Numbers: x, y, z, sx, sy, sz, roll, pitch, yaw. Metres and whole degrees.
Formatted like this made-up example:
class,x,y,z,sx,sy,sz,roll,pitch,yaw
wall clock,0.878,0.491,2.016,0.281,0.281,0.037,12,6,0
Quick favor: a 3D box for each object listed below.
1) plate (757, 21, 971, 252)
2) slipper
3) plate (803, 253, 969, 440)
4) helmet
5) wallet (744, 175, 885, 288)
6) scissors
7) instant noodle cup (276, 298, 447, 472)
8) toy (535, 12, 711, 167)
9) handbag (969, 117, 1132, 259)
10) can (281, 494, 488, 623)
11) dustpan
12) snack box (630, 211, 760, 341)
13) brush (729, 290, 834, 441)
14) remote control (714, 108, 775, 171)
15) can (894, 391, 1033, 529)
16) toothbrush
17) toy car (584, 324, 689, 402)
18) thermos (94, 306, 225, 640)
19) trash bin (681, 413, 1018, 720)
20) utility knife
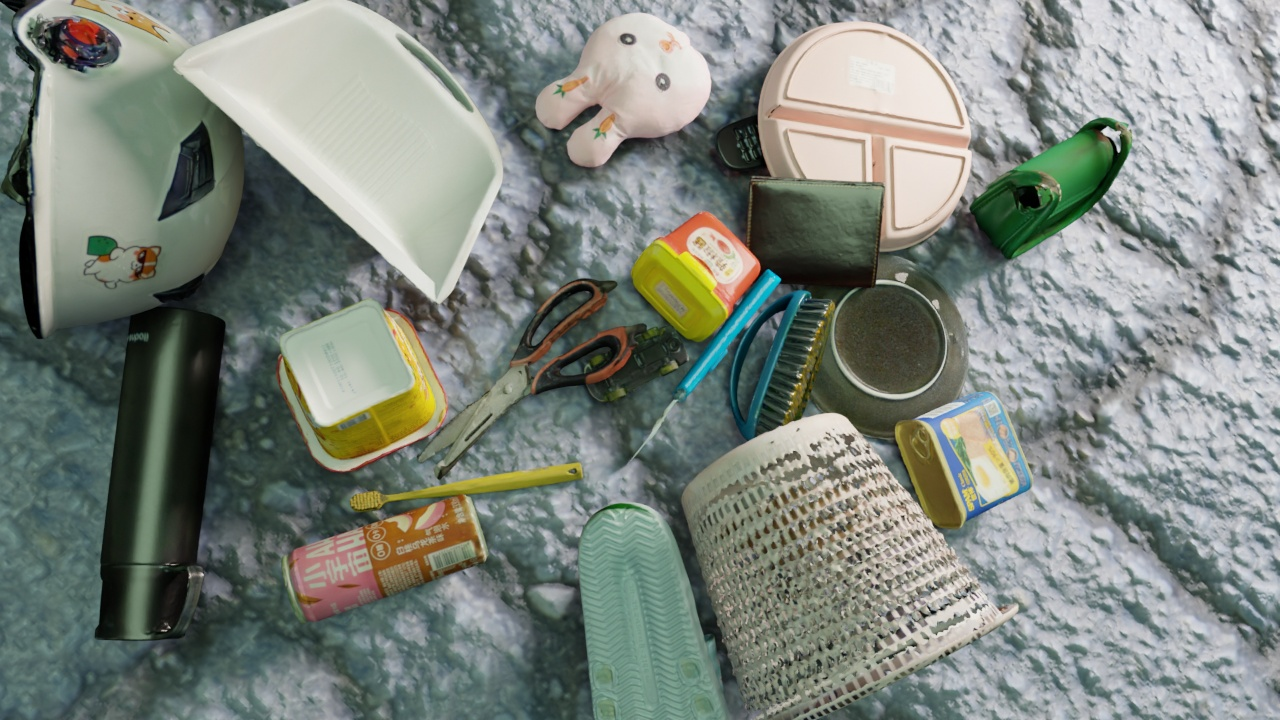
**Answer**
class,x,y,z,sx,sy,sz,roll,pitch,yaw
plate,0.221,-0.217,0.872,0.229,0.028,0.229,3,81,-17
slipper,0.009,0.227,0.722,0.104,0.074,0.245,-12,96,9
plate,0.226,-0.017,0.847,0.179,0.024,0.179,2,77,-10
helmet,-0.372,-0.145,0.670,0.156,0.231,0.274,-6,44,-35
wallet,0.156,-0.115,0.829,0.122,0.020,0.096,3,101,2
scissors,-0.089,0.019,0.769,0.204,0.015,0.202,0,63,13
instant noodle cup,-0.218,0.014,0.706,0.116,0.124,0.116,-25,83,-14
toy,-0.014,-0.248,0.843,0.159,0.054,0.121,-40,87,-8
handbag,0.385,-0.161,0.860,0.131,0.120,0.068,-30,79,-14
can,-0.196,0.153,0.713,0.147,0.058,0.058,-17,81,-14
dustpan,-0.195,-0.187,0.706,0.142,0.258,0.222,-46,110,-1
snack box,0.050,-0.076,0.804,0.091,0.082,0.080,45,60,1
brush,0.118,0.004,0.806,0.073,0.055,0.143,19,81,22
remote control,0.131,-0.212,0.873,0.136,0.024,0.053,-20,83,-17
can,0.287,0.087,0.815,0.083,0.057,0.102,-21,89,-17
toothbrush,-0.141,0.104,0.755,0.190,0.017,0.015,-7,79,-12
toy car,-0.005,0.005,0.794,0.090,0.035,0.042,-26,80,-4
thermos,-0.352,0.083,0.690,0.090,0.068,0.242,-6,77,24
trash bin,0.137,0.156,0.707,0.227,0.228,0.192,-21,70,-14
utility knife,0.055,0.005,0.800,0.018,0.034,0.216,38,82,4
